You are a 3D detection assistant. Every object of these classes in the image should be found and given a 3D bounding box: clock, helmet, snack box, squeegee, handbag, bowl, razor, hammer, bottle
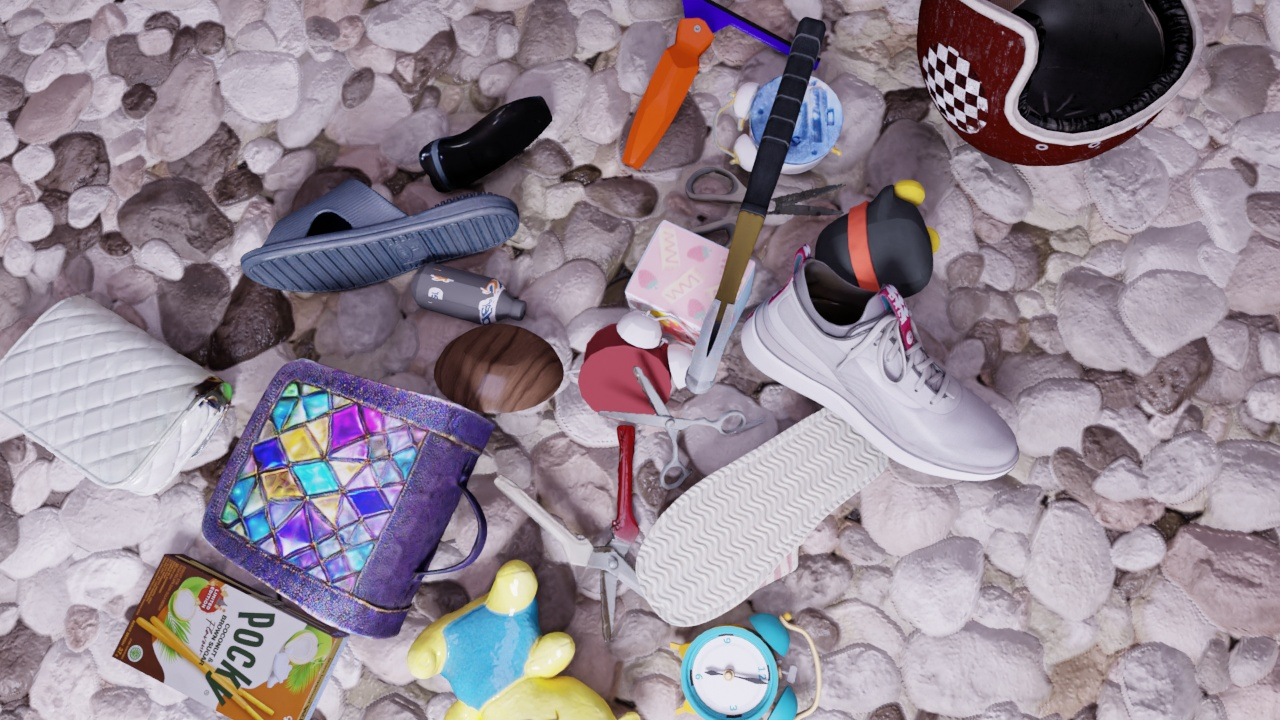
[{"bbox_3d":[-0.005,0.005,0.825,0.125,0.044,0.087,-37,114,26],"label":"clock"},{"bbox_3d":[0.364,-0.296,0.783,0.233,0.254,0.234,-40,53,-9],"label":"helmet"},{"bbox_3d":[-0.376,0.263,0.845,0.186,0.032,0.101,23,81,9],"label":"snack box"},{"bbox_3d":[0.133,-0.227,0.889,0.125,0.052,0.088,0,84,2],"label":"clock"},{"bbox_3d":[0.031,-0.277,0.910,0.249,0.055,0.185,26,93,-5],"label":"squeegee"},{"bbox_3d":[-0.510,0.034,0.885,0.195,0.072,0.138,31,74,11],"label":"handbag"},{"bbox_3d":[-0.239,0.120,0.816,0.222,0.125,0.204,22,81,10],"label":"handbag"},{"bbox_3d":[-0.130,-0.002,0.843,0.119,0.032,0.119,4,37,-3],"label":"bowl"},{"bbox_3d":[-0.155,-0.221,0.922,0.140,0.053,0.063,-33,45,-9],"label":"razor"},{"bbox_3d":[0.099,-0.139,0.762,0.025,0.118,0.332,18,75,4],"label":"hammer"},{"bbox_3d":[-0.165,-0.062,0.887,0.112,0.047,0.047,15,80,8],"label":"bottle"},{"bbox_3d":[0.092,0.273,0.800,0.130,0.043,0.099,-7,78,10],"label":"clock"},{"bbox_3d":[0.046,-0.062,0.845,0.095,0.093,0.079,26,80,9],"label":"snack box"}]

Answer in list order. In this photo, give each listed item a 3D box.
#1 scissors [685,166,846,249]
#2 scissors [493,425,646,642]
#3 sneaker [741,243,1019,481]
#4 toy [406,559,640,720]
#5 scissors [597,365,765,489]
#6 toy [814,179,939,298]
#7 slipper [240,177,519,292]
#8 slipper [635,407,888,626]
[{"bbox_3d":[0.106,-0.138,0.873,0.163,0.012,0.154,40,97,28],"label":"scissors"},{"bbox_3d":[-0.050,0.149,0.835,0.179,0.015,0.199,13,74,-12],"label":"scissors"},{"bbox_3d":[0.218,0.001,0.790,0.263,0.129,0.096,33,54,12],"label":"sneaker"},{"bbox_3d":[-0.098,0.296,0.790,0.149,0.084,0.214,-36,79,4],"label":"toy"},{"bbox_3d":[0.040,0.053,0.823,0.164,0.142,0.014,-17,33,-16],"label":"scissors"},{"bbox_3d":[0.208,-0.096,0.841,0.119,0.097,0.099,-11,45,26],"label":"toy"},{"bbox_3d":[-0.251,-0.132,0.890,0.263,0.101,0.082,-14,70,-4],"label":"slipper"},{"bbox_3d":[0.110,0.137,0.822,0.262,0.052,0.115,-36,81,-14],"label":"slipper"}]
